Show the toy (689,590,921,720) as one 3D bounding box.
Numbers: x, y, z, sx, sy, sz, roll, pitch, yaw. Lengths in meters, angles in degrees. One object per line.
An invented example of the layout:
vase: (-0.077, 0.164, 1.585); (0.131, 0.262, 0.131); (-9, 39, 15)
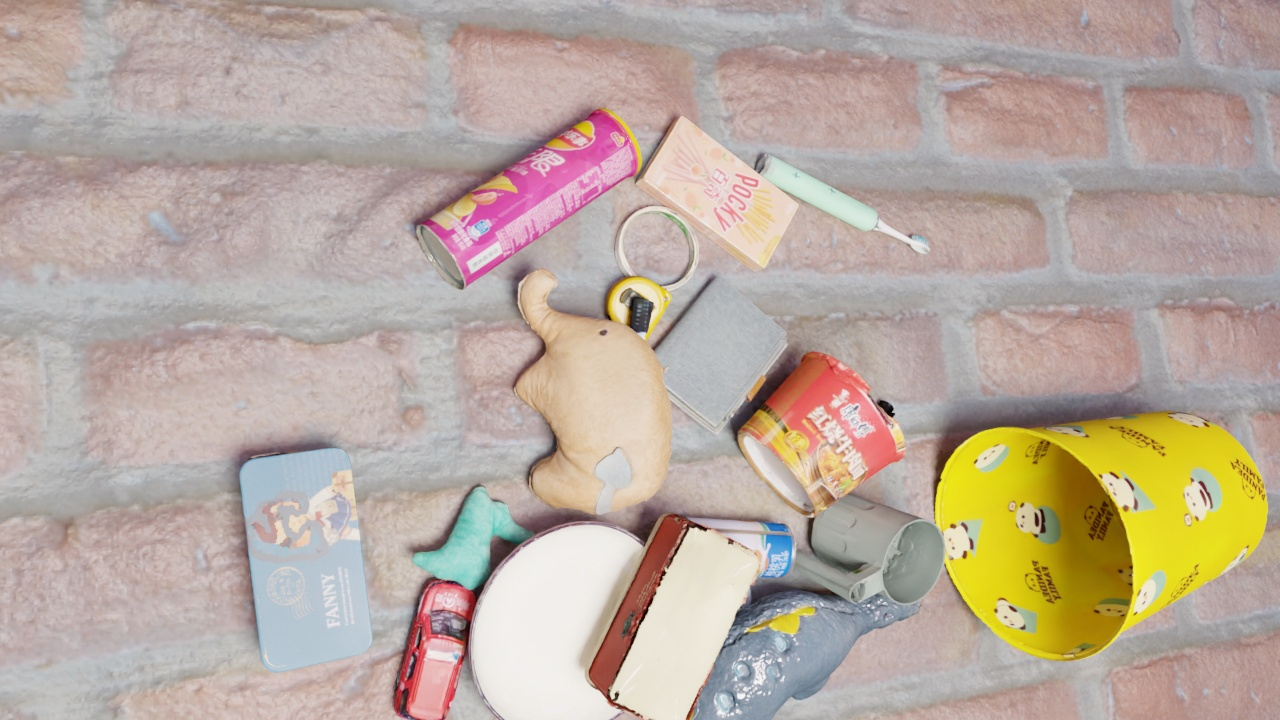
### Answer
toy: (0.123, 0.289, 0.857); (0.355, 0.091, 0.138); (-30, 114, -21)

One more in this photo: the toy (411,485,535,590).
toy: (-0.140, 0.156, 0.803); (0.096, 0.030, 0.091); (27, 57, -13)

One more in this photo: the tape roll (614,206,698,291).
tape roll: (0.017, -0.110, 0.911); (0.085, 0.014, 0.085); (3, 82, -21)

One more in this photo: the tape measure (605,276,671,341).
tape measure: (-0.004, -0.052, 0.880); (0.057, 0.029, 0.060); (32, 92, -14)

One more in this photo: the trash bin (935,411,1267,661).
trash bin: (0.484, 0.162, 0.954); (0.254, 0.230, 0.229); (-9, 87, -28)

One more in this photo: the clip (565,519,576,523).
clip: (-0.078, 0.168, 0.836); (0.056, 0.025, 0.029); (-27, 97, -26)

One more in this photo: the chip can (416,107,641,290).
chip can: (-0.100, -0.150, 0.840); (0.210, 0.071, 0.071); (-38, 97, -20)

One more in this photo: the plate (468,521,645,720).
plate: (-0.064, 0.233, 0.811); (0.192, 0.039, 0.192); (-3, 96, -28)

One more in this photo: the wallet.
wallet: (0.076, -0.003, 0.909); (0.106, 0.037, 0.129); (40, 70, -1)

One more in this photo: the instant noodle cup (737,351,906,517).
instant noodle cup: (0.168, 0.077, 0.889); (0.108, 0.138, 0.138); (-39, 98, -12)

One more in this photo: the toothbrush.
toothbrush: (0.223, -0.164, 0.989); (0.224, 0.027, 0.027); (23, 54, -17)

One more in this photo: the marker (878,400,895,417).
marker: (0.228, 0.098, 0.964); (0.022, 0.020, 0.131); (46, 69, -21)

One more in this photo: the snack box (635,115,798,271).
snack box: (0.080, -0.169, 0.935); (0.157, 0.026, 0.084); (34, 73, -14)

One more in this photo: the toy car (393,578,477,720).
toy car: (-0.172, 0.248, 0.780); (0.053, 0.045, 0.120); (16, 76, -20)

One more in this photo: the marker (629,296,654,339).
marker: (-0.005, 0.005, 0.867); (0.022, 0.018, 0.131); (3, 101, -19)

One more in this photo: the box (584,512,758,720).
box: (0.033, 0.225, 0.790); (0.091, 0.077, 0.168); (30, 81, -19)

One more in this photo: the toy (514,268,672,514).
toy: (-0.044, 0.025, 0.828); (0.143, 0.082, 0.226); (-10, 87, 0)

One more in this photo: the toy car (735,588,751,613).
toy car: (0.066, 0.228, 0.879); (0.090, 0.034, 0.043); (3, 80, -22)

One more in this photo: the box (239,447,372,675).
box: (-0.271, 0.163, 0.744); (0.089, 0.060, 0.184); (-9, 85, -21)

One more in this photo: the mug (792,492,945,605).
mug: (0.214, 0.186, 0.890); (0.123, 0.103, 0.084); (-17, 107, -27)

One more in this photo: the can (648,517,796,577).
can: (0.078, 0.179, 0.877); (0.134, 0.053, 0.053); (7, 81, -20)
